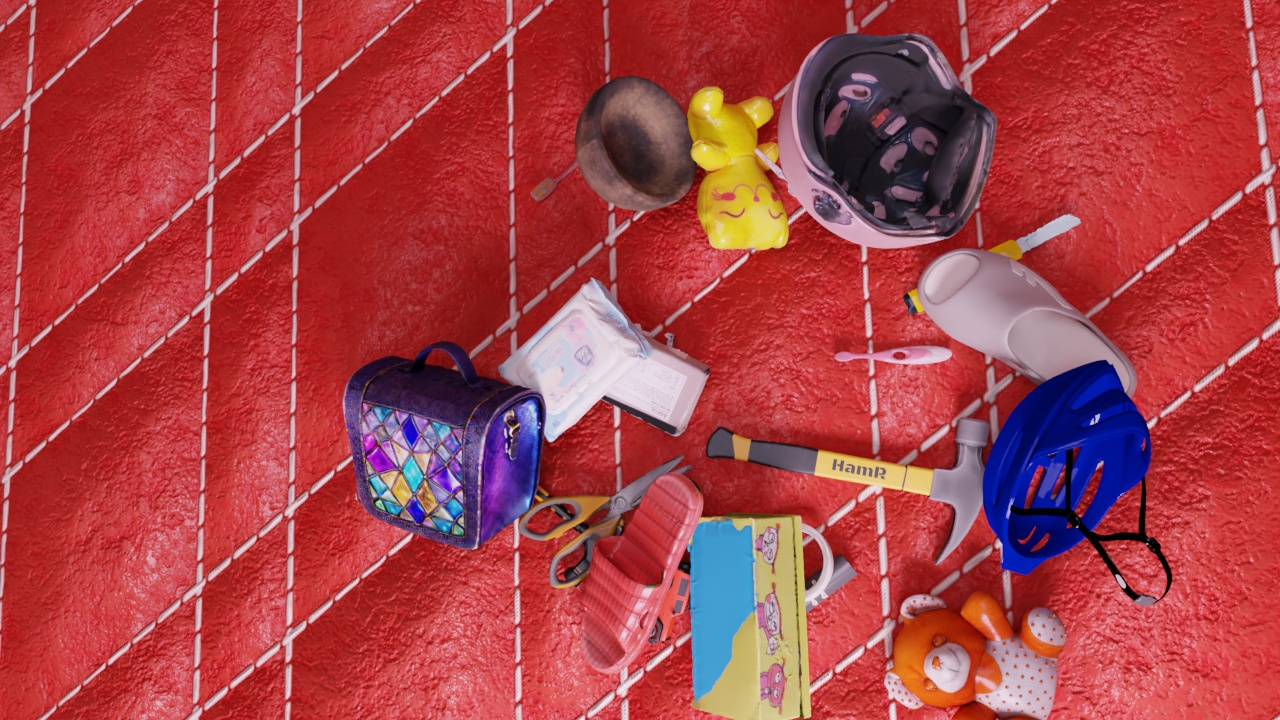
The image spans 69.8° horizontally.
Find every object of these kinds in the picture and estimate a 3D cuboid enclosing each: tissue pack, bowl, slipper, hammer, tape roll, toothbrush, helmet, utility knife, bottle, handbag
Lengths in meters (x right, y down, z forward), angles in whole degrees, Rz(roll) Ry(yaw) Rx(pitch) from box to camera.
[{"bbox_3d":[-0.007,0.007,1.127,0.181,0.071,0.104,26,104,16],"label":"tissue pack"},{"bbox_3d":[-0.080,0.002,1.080,0.182,0.069,0.112,-42,85,21],"label":"tissue pack"},{"bbox_3d":[-0.012,-0.257,1.118,0.070,0.162,0.162,-16,77,50],"label":"bowl"},{"bbox_3d":[0.438,-0.034,1.023,0.266,0.080,0.113,39,96,8],"label":"slipper"},{"bbox_3d":[-0.157,0.137,1.153,0.320,0.036,0.123,39,91,11],"label":"hammer"},{"bbox_3d":[0.177,0.234,1.065,0.093,0.013,0.093,-12,63,25],"label":"tape roll"},{"bbox_3d":[0.237,0.130,1.078,0.325,0.034,0.169,9,86,14],"label":"hammer"},{"bbox_3d":[0.159,-0.214,1.056,0.010,0.181,0.010,-7,84,23],"label":"toothbrush"},{"bbox_3d":[0.461,0.132,0.938,0.147,0.227,0.242,19,106,-26],"label":"helmet"},{"bbox_3d":[0.411,-0.114,1.076,0.219,0.019,0.030,-28,85,12],"label":"utility knife"},{"bbox_3d":[0.198,0.270,1.066,0.113,0.030,0.030,-39,78,4],"label":"bottle"},{"bbox_3d":[-0.227,0.086,1.069,0.205,0.125,0.222,12,112,26],"label":"handbag"},{"bbox_3d":[-0.069,-0.271,1.193,0.184,0.015,0.015,-40,71,3],"label":"toothbrush"},{"bbox_3d":[-0.013,0.241,1.057,0.103,0.059,0.249,28,95,41],"label":"slipper"},{"bbox_3d":[0.258,-0.241,1.036,0.255,0.153,0.229,25,78,-17],"label":"helmet"},{"bbox_3d":[0.298,-0.006,1.088,0.135,0.016,0.021,-1,83,9],"label":"toothbrush"}]

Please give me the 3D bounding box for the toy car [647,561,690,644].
[{"bbox_3d":[0.036,0.287,1.085,0.049,0.051,0.100,14,86,14],"label":"toy car"}]

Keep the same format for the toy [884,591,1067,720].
[{"bbox_3d":[0.361,0.332,0.995,0.172,0.093,0.163,12,87,14],"label":"toy"}]

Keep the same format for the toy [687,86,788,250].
[{"bbox_3d":[0.105,-0.224,1.101,0.088,0.134,0.193,-15,84,52],"label":"toy"}]

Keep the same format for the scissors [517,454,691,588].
[{"bbox_3d":[-0.032,0.191,1.110,0.228,0.016,0.134,-24,83,3],"label":"scissors"}]

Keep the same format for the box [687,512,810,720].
[{"bbox_3d":[0.119,0.281,1.029,0.125,0.081,0.220,-14,73,52],"label":"box"}]
